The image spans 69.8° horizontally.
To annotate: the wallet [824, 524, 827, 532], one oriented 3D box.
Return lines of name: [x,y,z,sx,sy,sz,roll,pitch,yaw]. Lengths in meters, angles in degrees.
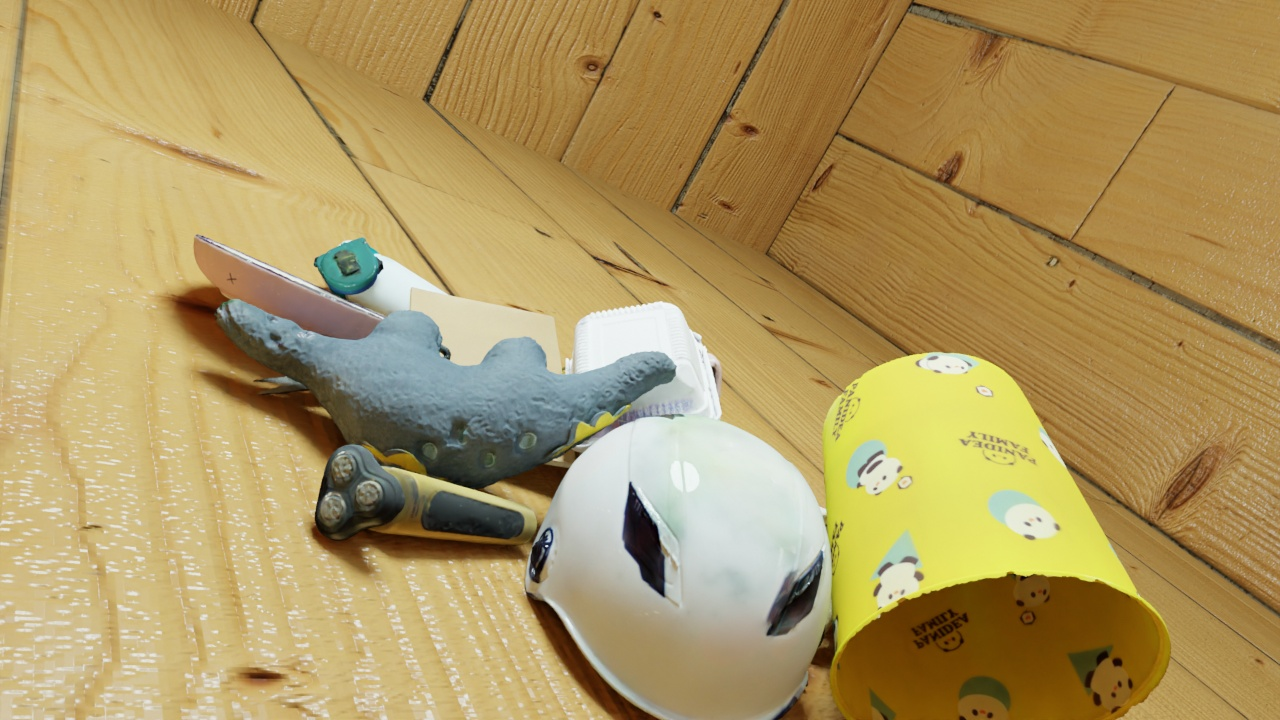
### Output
wallet: [0.128,0.160,0.888,0.115,0.033,0.090,11,-2,3]

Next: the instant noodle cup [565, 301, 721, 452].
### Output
instant noodle cup: [-0.005,0.005,0.832,0.138,0.060,0.173,-9,32,2]

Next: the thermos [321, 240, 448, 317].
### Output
thermos: [-0.229,-0.048,0.948,0.224,0.073,0.073,32,15,11]

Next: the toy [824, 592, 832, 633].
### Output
toy: [0.172,0.218,0.830,0.105,0.066,0.157,21,15,35]

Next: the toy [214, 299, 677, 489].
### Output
toy: [-0.150,0.028,0.710,0.356,0.137,0.091,9,-17,-8]

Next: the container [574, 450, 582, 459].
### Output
container: [-0.017,0.077,0.882,0.090,0.090,0.111,23,19,-20]

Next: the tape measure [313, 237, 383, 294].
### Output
tape measure: [-0.286,-0.093,0.905,0.058,0.025,0.054,-29,66,-23]

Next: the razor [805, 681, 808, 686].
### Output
razor: [0.084,0.211,0.754,0.042,0.022,0.143,18,18,-42]

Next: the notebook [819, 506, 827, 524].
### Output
notebook: [0.089,0.122,0.939,0.150,0.012,0.209,15,2,-27]

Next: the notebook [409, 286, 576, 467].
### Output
notebook: [-0.140,0.012,0.848,0.149,0.012,0.211,11,37,-21]

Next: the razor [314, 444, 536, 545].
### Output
razor: [-0.141,0.104,0.638,0.068,0.062,0.167,-1,-16,44]

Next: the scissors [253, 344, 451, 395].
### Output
scissors: [-0.232,0.008,0.770,0.173,0.014,0.142,18,35,-11]

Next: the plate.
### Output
plate: [-0.300,-0.051,0.805,0.192,0.039,0.192,24,-3,1]

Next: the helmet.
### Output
helmet: [0.045,0.126,0.670,0.229,0.146,0.258,20,17,-7]

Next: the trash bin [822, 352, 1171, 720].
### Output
trash bin: [0.252,0.142,0.739,0.229,0.230,0.254,24,36,-17]

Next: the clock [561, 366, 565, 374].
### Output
clock: [-0.037,0.036,1.040,0.122,0.055,0.082,33,16,15]

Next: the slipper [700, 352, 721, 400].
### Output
slipper: [0.054,0.050,0.983,0.054,0.114,0.274,9,-3,-5]
